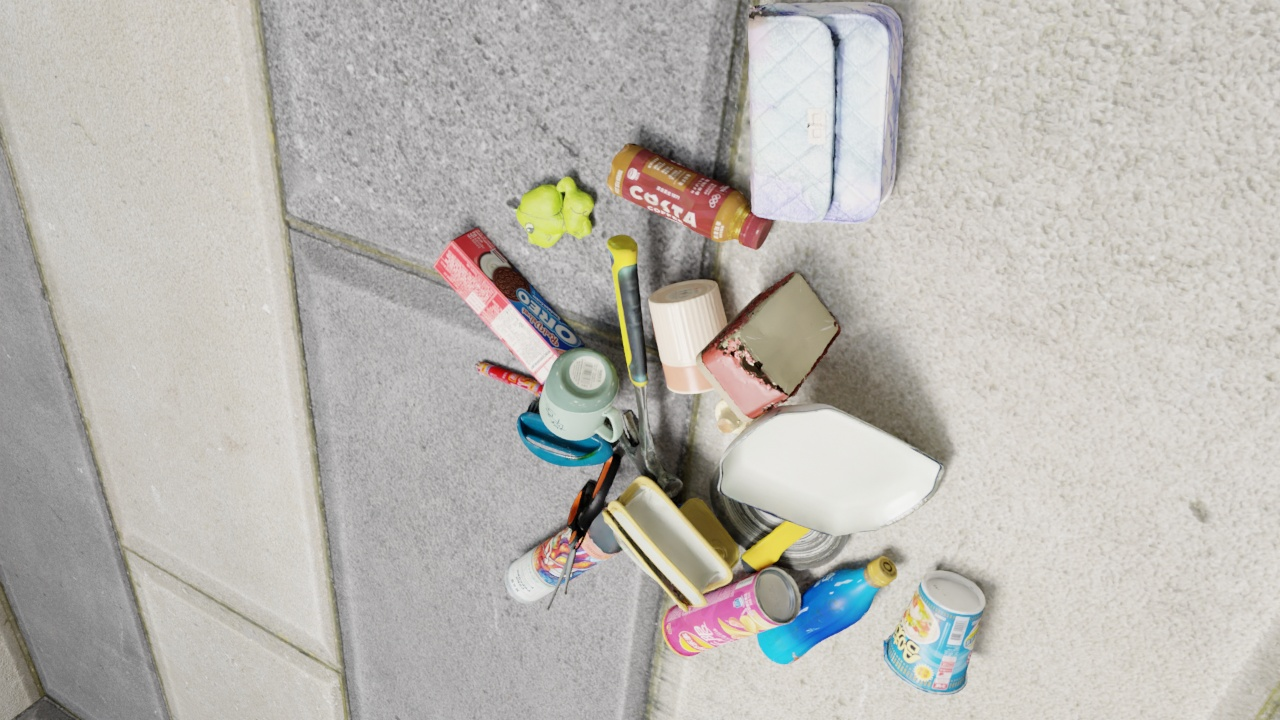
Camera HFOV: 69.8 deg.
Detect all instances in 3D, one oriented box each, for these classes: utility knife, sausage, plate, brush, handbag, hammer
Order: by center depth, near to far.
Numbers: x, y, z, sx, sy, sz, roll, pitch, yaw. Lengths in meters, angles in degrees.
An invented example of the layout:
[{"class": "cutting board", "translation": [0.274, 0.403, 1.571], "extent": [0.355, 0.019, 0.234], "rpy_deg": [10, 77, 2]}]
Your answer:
[{"class": "handbag", "translation": [0.164, -0.225, 0.841], "extent": [0.134, 0.075, 0.194], "rpy_deg": [10, 120, 27]}, {"class": "plate", "translation": [0.197, 0.111, 0.957], "extent": [0.265, 0.034, 0.162], "rpy_deg": [24, 128, -31]}, {"class": "hammer", "translation": [-0.006, 0.006, 1.051], "extent": [0.126, 0.031, 0.324], "rpy_deg": [42, 147, 48]}, {"class": "utility knife", "translation": [0.172, 0.212, 1.095], "extent": [0.033, 0.015, 0.168], "rpy_deg": [39, 131, -2]}, {"class": "plate", "translation": [0.168, 0.172, 1.101], "extent": [0.180, 0.024, 0.180], "rpy_deg": [16, 125, 25]}, {"class": "handbag", "translation": [0.016, 0.236, 1.125], "extent": [0.163, 0.063, 0.179], "rpy_deg": [48, 154, 7]}, {"class": "brush", "translation": [-0.101, 0.102, 1.194], "extent": [0.144, 0.073, 0.055], "rpy_deg": [15, 139, 23]}, {"class": "sausage", "translation": [-0.159, 0.030, 1.223], "extent": [0.156, 0.020, 0.020], "rpy_deg": [19, 125, 22]}]

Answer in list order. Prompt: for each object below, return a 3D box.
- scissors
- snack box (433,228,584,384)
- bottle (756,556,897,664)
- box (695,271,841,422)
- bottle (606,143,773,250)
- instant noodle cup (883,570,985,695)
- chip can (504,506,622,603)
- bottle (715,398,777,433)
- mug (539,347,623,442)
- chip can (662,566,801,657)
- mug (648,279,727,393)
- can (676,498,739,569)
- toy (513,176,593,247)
[{"class": "scissors", "translation": [-0.077, 0.219, 1.168], "extent": [0.021, 0.226, 0.198], "rpy_deg": [31, 161, -10]}, {"class": "snack box", "translation": [-0.163, -0.066, 1.147], "extent": [0.207, 0.057, 0.058], "rpy_deg": [48, 128, 0]}, {"class": "bottle", "translation": [0.226, 0.300, 1.110], "extent": [0.065, 0.065, 0.219], "rpy_deg": [43, 130, 3]}, {"class": "box", "translation": [0.136, -0.022, 0.913], "extent": [0.091, 0.167, 0.077], "rpy_deg": [51, 130, -4]}, {"class": "bottle", "translation": [0.052, -0.168, 0.954], "extent": [0.175, 0.057, 0.058], "rpy_deg": [27, 127, 15]}, {"class": "instant noodle cup", "translation": [0.335, 0.300, 1.030], "extent": [0.099, 0.099, 0.110], "rpy_deg": [21, 119, 20]}, {"class": "chip can", "translation": [-0.108, 0.278, 1.302], "extent": [0.071, 0.071, 0.215], "rpy_deg": [50, 129, -2]}, {"class": "bottle", "translation": [0.118, 0.034, 0.969], "extent": [0.067, 0.149, 0.067], "rpy_deg": [15, 123, 24]}, {"class": "mug", "translation": [-0.063, 0.048, 1.079], "extent": [0.112, 0.082, 0.107], "rpy_deg": [44, 153, 8]}, {"class": "chip can", "translation": [0.112, 0.324, 1.170], "extent": [0.071, 0.071, 0.211], "rpy_deg": [49, 139, -1]}, {"class": "mug", "translation": [0.050, -0.031, 1.029], "extent": [0.115, 0.081, 0.106], "rpy_deg": [21, 130, 58]}, {"class": "can", "translation": [0.064, 0.230, 1.165], "extent": [0.102, 0.057, 0.083], "rpy_deg": [52, 149, -4]}, {"class": "toy", "translation": [-0.100, -0.172, 1.064], "extent": [0.100, 0.031, 0.097], "rpy_deg": [19, 125, 17]}]
